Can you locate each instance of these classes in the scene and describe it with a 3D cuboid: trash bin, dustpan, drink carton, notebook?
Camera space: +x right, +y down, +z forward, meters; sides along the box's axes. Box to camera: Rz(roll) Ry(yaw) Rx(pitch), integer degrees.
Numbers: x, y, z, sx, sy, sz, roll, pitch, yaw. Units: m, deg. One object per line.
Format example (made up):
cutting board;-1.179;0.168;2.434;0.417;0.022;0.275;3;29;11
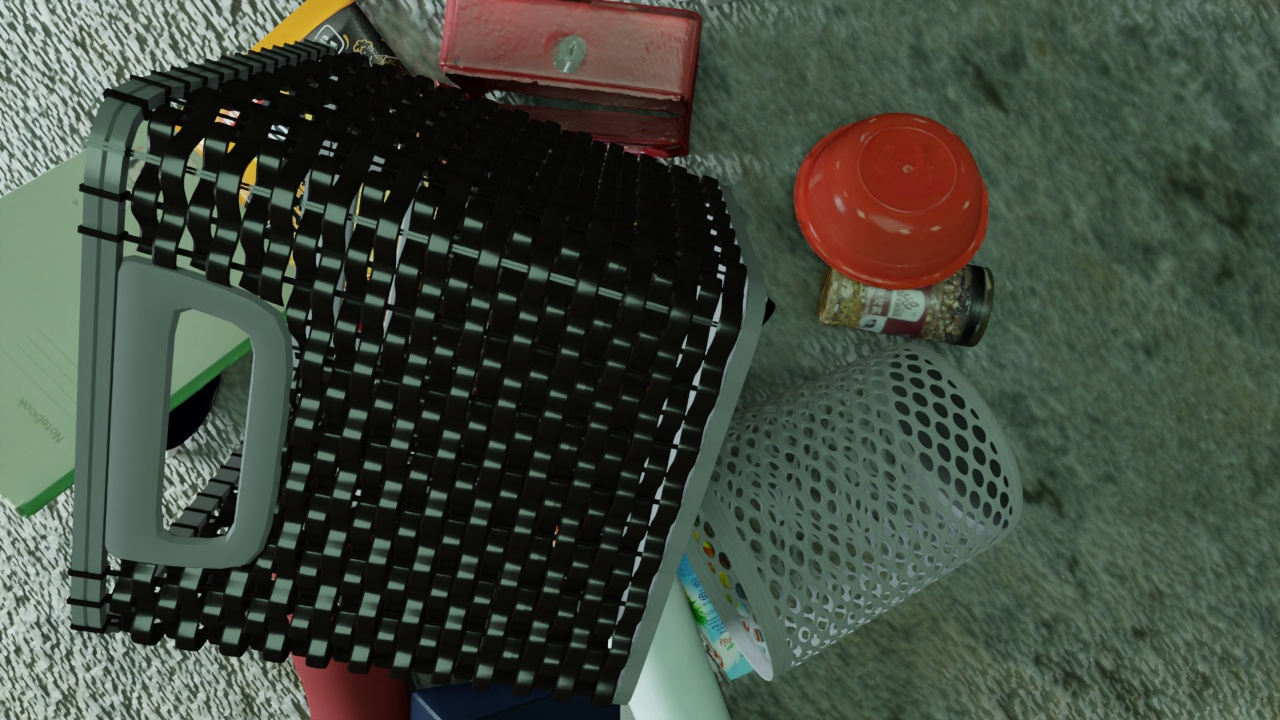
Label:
trash bin;0.123;0.088;0.586;0.183;0.156;0.156;-25;96;-10
dustpan;-0.124;0.354;0.676;0.272;0.080;0.236;-5;100;-36
drink carton;0.051;0.171;0.674;0.039;0.044;0.129;-29;94;8
notebook;-0.361;-0.045;0.617;0.182;0.010;0.251;47;61;-4

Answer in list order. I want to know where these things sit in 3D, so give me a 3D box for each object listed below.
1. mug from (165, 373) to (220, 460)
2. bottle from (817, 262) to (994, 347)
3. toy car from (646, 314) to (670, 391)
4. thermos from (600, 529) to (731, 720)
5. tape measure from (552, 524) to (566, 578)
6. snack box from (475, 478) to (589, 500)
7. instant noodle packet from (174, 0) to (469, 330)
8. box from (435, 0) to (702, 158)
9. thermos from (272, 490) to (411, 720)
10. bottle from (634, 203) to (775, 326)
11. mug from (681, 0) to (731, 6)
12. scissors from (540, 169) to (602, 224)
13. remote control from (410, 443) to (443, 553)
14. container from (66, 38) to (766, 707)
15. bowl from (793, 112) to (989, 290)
mug;-0.377;0.023;0.674;0.100;0.084;0.119;21;128;6
bottle;0.179;-0.044;0.627;0.105;0.056;0.056;9;99;3
toy car;-0.004;0.004;0.651;0.100;0.048;0.051;-20;96;7
thermos;0.018;0.224;0.653;0.068;0.067;0.230;-17;107;6
tape measure;-0.055;0.141;0.678;0.059;0.038;0.058;-29;60;0
snack box;-0.077;0.081;0.658;0.121;0.072;0.072;-6;98;4
instant noodle packet;-0.206;-0.134;0.654;0.160;0.032;0.221;-38;94;5
box;-0.041;-0.177;0.591;0.158;0.128;0.087;4;94;2
thermos;-0.227;0.201;0.687;0.108;0.083;0.198;0;102;38
bottle;0.033;-0.075;0.634;0.143;0.043;0.043;41;99;-12
mug;0.048;-0.286;0.593;0.122;0.090;0.090;-28;96;43
scissors;-0.058;-0.093;0.648;0.157;0.012;0.171;-30;105;-2
remote control;-0.149;0.113;0.685;0.022;0.047;0.150;-12;99;-31
container;-0.096;0.001;0.470;0.243;0.245;0.248;14;113;-5
bowl;0.168;-0.114;0.596;0.130;0.045;0.130;0;71;0
